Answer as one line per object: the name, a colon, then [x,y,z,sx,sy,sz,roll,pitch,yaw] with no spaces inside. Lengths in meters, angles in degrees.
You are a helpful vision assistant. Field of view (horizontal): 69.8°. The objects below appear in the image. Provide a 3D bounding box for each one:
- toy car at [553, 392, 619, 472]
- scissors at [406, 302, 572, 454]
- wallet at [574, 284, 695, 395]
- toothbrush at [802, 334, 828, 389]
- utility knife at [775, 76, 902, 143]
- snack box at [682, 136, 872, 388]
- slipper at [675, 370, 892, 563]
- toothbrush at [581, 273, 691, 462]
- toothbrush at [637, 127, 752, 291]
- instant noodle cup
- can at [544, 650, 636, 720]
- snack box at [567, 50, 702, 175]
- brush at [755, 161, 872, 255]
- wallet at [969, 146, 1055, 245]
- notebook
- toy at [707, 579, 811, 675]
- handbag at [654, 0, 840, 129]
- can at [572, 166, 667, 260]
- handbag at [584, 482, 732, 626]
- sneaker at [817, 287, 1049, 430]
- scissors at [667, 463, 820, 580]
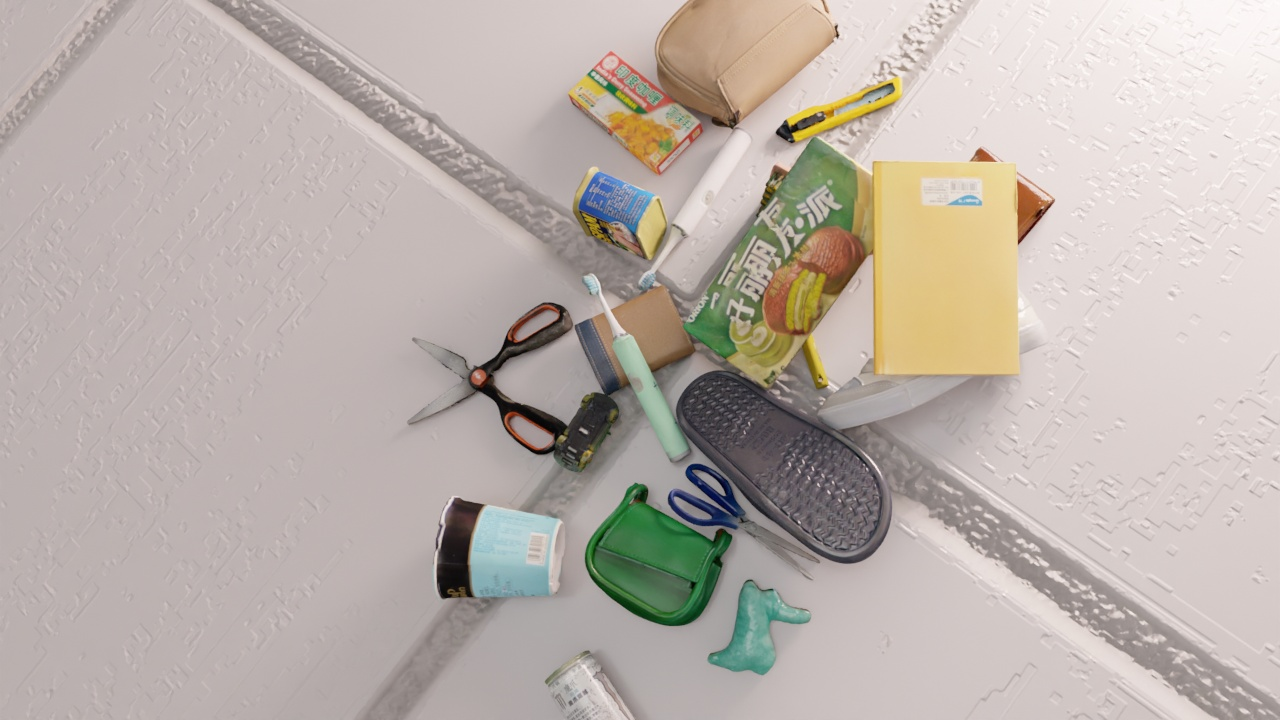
toy car: [-0.058,0.079,1.004,0.043,0.036,0.091,30,84,19]
scissors: [-0.164,0.018,1.051,0.234,0.022,0.221,40,86,18]
wallet: [-0.007,-0.024,1.024,0.115,0.033,0.090,-26,74,3]
toothbrush: [0.170,-0.059,1.003,0.016,0.016,0.190,-17,72,7]
utility knife: [0.229,-0.289,1.053,0.154,0.015,0.033,-22,74,5]
snack box: [0.157,-0.098,0.946,0.114,0.063,0.240,37,105,7]
slipper: [0.148,0.107,0.938,0.110,0.083,0.268,-44,53,-8]
toothbrush: [-0.006,0.006,0.988,0.027,0.027,0.224,-30,85,38]
toothbrush: [0.060,-0.171,1.052,0.221,0.026,0.026,-57,29,-6]
instant noodle cup: [-0.143,0.201,0.960,0.120,0.111,0.111,4,76,4]
can: [-0.033,0.365,0.909,0.058,0.058,0.146,-37,71,0]
snack box: [-0.007,-0.297,1.100,0.077,0.027,0.156,-46,71,-4]
brush: [0.203,-0.161,1.004,0.146,0.063,0.072,32,53,17]
wallet: [0.365,-0.157,0.982,0.101,0.032,0.124,41,86,21]
notebook: [0.293,-0.088,0.878,0.146,0.010,0.206,0,89,-6]
toy: [0.120,0.268,0.919,0.096,0.030,0.091,8,79,8]
handbag: [0.119,-0.368,1.059,0.204,0.100,0.148,-40,78,-1]
can: [-0.021,-0.162,1.028,0.083,0.102,0.057,26,81,16]
handbag: [0.018,0.203,0.943,0.131,0.068,0.120,27,74,19]
sneaker: [0.282,-0.010,0.924,0.242,0.089,0.090,-25,87,0]
scissors: [0.109,0.162,0.946,0.171,0.012,0.140,14,38,-16]
